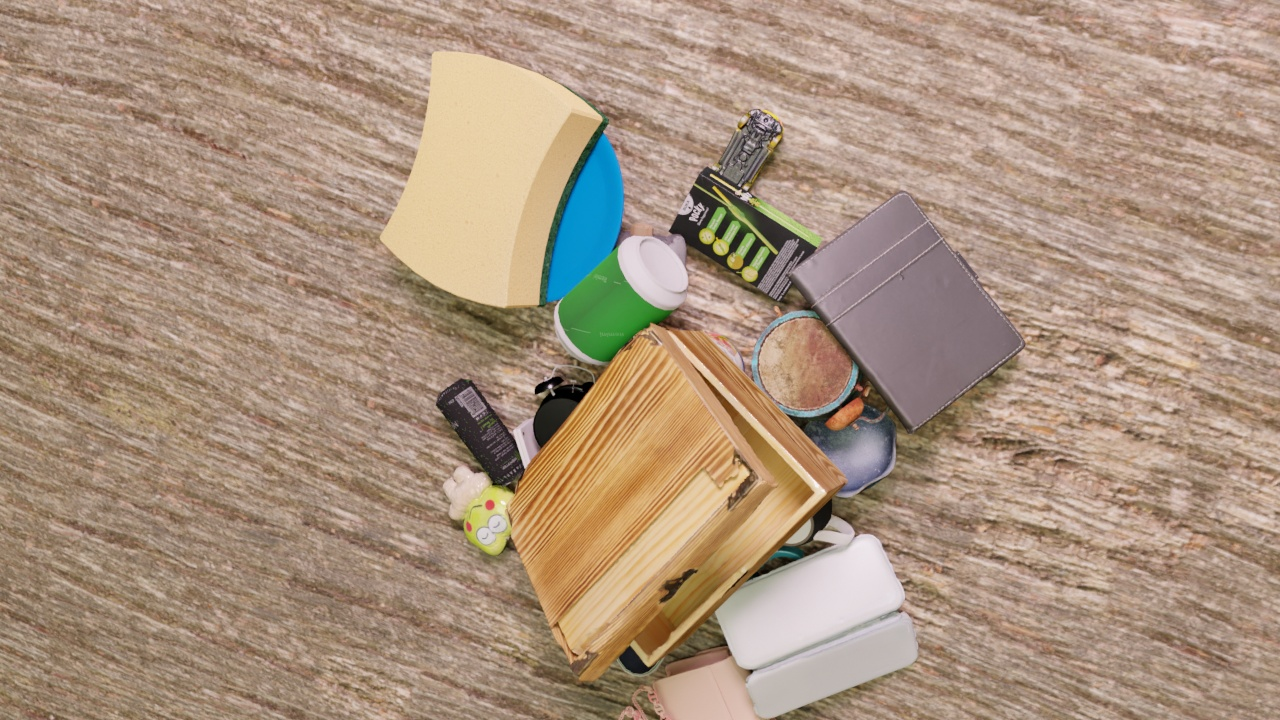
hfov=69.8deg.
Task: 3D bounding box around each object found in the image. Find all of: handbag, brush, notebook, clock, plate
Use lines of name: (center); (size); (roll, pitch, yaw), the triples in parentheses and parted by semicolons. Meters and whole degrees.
handbag: (0.085, 0.454, 1.063); (0.117, 0.186, 0.198); (-22, 92, 23)
brush: (-0.165, -0.197, 1.010); (0.195, 0.075, 0.250); (28, 107, 24)
notebook: (0.278, -0.054, 0.952); (0.169, 0.029, 0.209); (-35, 86, -11)
clock: (-0.084, 0.064, 1.092); (0.091, 0.042, 0.121); (10, 105, 12)
plate: (-0.111, -0.178, 1.040); (0.225, 0.024, 0.224); (3, 96, 29)
clock: (0.201, 0.013, 0.995); (0.158, 0.073, 0.121); (25, 96, 19)

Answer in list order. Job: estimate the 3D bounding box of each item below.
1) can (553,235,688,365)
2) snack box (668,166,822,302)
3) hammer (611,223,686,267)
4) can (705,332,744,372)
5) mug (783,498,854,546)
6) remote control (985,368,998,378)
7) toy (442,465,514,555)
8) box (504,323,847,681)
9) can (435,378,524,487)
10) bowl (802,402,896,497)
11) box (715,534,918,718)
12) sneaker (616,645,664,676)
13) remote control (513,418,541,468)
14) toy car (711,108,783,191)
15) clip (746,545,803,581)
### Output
can: (-0.022, -0.062, 0.966); (0.140, 0.087, 0.088); (-39, 91, 34)
snack box: (0.113, -0.137, 1.000); (0.147, 0.025, 0.080); (33, 128, 4)
hammer: (-0.006, 0.006, 1.060); (0.098, 0.052, 0.329); (13, 111, 26)
can: (0.074, 0.014, 1.047); (0.086, 0.043, 0.086); (3, 104, 13)
mug: (0.185, 0.173, 1.025); (0.119, 0.100, 0.085); (30, 107, 5)
remote control: (0.347, -0.036, 0.990); (0.046, 0.009, 0.124); (-27, 95, 17)
toy: (-0.199, 0.183, 1.146); (0.115, 0.046, 0.092); (44, 112, 10)
box: (0.004, 0.131, 0.931); (0.258, 0.220, 0.280); (48, 112, 20)
can: (-0.192, 0.087, 1.118); (0.054, 0.053, 0.137); (-35, 92, 17)
bowl: (0.234, 0.103, 1.014); (0.110, 0.055, 0.110); (-13, 59, 22)
box: (0.205, 0.312, 1.049); (0.211, 0.084, 0.186); (-20, 93, 0)
sneaker: (0.003, 0.283, 1.102); (0.084, 0.079, 0.235); (10, 104, 10)
remote control: (-0.123, 0.141, 1.115); (0.011, 0.050, 0.136); (-14, 98, 15)
toy car: (0.113, -0.220, 0.994); (0.049, 0.030, 0.107); (34, 112, 3)
clip: (0.139, 0.259, 1.095); (0.121, 0.033, 0.119); (-12, 102, 15)
